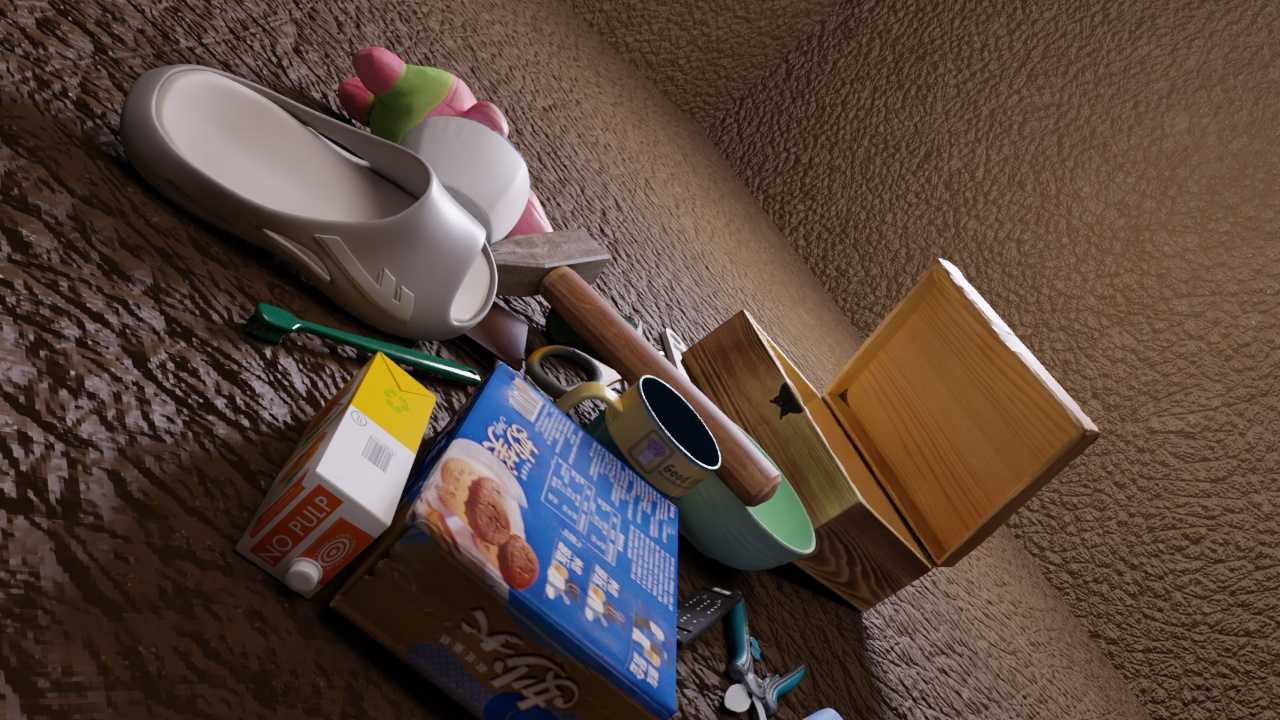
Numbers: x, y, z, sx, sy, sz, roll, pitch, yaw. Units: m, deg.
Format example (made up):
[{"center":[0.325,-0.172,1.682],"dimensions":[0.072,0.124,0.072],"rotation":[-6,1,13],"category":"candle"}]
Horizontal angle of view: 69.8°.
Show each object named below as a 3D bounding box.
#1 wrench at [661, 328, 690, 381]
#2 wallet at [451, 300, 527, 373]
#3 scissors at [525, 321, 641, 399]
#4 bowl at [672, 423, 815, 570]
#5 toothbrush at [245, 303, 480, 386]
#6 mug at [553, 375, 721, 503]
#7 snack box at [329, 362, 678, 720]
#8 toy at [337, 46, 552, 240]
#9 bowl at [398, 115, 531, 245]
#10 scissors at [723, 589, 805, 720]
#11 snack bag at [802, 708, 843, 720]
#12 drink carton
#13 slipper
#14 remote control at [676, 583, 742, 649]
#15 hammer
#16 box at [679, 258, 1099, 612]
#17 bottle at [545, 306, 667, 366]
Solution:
[{"center":[0.064,0.044,1.048],"dimensions":[0.086,0.018,0.272],"rotation":[40,18,-26],"category":"wrench"},{"center":[-0.141,-0.038,0.725],"dimensions":[0.115,0.018,0.091],"rotation":[39,20,-20],"category":"wallet"},{"center":[-0.022,0.026,0.790],"dimensions":[0.216,0.016,0.224],"rotation":[39,34,-30],"category":"scissors"},{"center":[0.076,0.124,0.801],"dimensions":[0.151,0.077,0.150],"rotation":[43,18,-18],"category":"bowl"},{"center":[-0.168,-0.004,0.585],"dimensions":[0.189,0.017,0.016],"rotation":[23,31,-58],"category":"toothbrush"},{"center":[-0.020,0.065,0.642],"dimensions":[0.113,0.107,0.083],"rotation":[40,21,-28],"category":"mug"},{"center":[-0.057,0.103,0.504],"dimensions":[0.155,0.069,0.202],"rotation":[42,15,-11],"category":"snack box"},{"center":[-0.160,-0.179,0.817],"dimensions":[0.236,0.096,0.192],"rotation":[44,-18,-18],"category":"toy"},{"center":[-0.152,-0.133,0.747],"dimensions":[0.116,0.117,0.065],"rotation":[39,42,-28],"category":"bowl"},{"center":[0.094,0.238,0.702],"dimensions":[0.124,0.019,0.153],"rotation":[38,22,-28],"category":"scissors"},{"center":[0.059,0.275,0.422],"dimensions":[0.204,0.102,0.159],"rotation":[-1,51,-53],"category":"snack bag"},{"center":[-0.144,0.053,0.446],"dimensions":[0.040,0.059,0.122],"rotation":[43,18,-20],"category":"drink carton"},{"center":[-0.182,-0.102,0.586],"dimensions":[0.265,0.081,0.112],"rotation":[34,53,-37],"category":"slipper"},{"center":[0.041,0.186,0.675],"dimensions":[0.030,0.009,0.140],"rotation":[14,5,22],"category":"remote control"},{"center":[-0.004,0.004,0.740],"dimensions":[0.301,0.037,0.157],"rotation":[45,30,17],"category":"hammer"},{"center":[0.279,0.062,1.006],"dimensions":[0.284,0.324,0.279],"rotation":[43,15,-47],"category":"box"},{"center":[-0.022,-0.018,0.903],"dimensions":[0.174,0.055,0.055],"rotation":[23,31,-57],"category":"bottle"}]
